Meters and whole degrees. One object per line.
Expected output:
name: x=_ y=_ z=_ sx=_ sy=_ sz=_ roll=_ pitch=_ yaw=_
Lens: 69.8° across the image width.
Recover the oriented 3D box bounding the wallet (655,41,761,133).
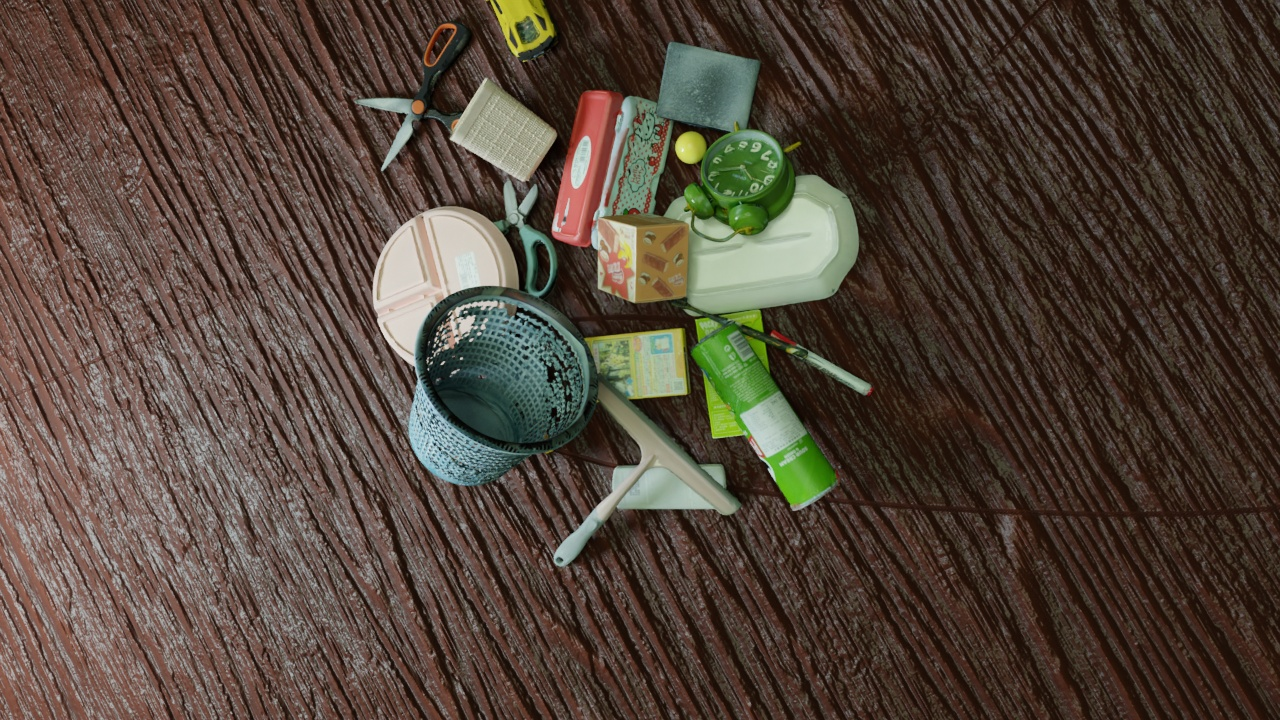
wallet: x=0.085 y=-0.344 z=1.161 sx=0.121 sy=0.019 sz=0.097 roll=11 pitch=93 yaw=-6

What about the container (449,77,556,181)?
container: x=-0.176 y=-0.295 z=1.187 sx=0.111 sy=0.090 sz=0.090 roll=32 pitch=99 yaw=-19

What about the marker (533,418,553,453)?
marker: x=-0.146 y=0.067 z=1.242 sx=0.015 sy=0.018 sz=0.124 roll=-22 pitch=86 yaw=8

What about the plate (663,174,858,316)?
plate: x=0.140 y=-0.146 z=1.162 sx=0.266 sy=0.034 sz=0.162 roll=-6 pitch=91 yaw=13

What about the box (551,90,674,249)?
box: x=-0.035 y=-0.241 z=1.197 sx=0.102 sy=0.100 sz=0.201 roll=20 pitch=99 yaw=50

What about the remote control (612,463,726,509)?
remote control: x=0.038 y=0.165 z=1.201 sx=0.150 sy=0.021 sz=0.058 roll=-2 pitch=99 yaw=14

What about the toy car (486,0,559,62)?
toy car: x=-0.164 y=-0.472 z=1.218 sx=0.071 sy=0.041 sz=0.156 roll=-24 pitch=85 yaw=12

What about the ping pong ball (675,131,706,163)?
ping pong ball: x=0.065 y=-0.272 z=1.171 sx=0.040 sy=0.040 sz=0.040 roll=0 pitch=92 yaw=13

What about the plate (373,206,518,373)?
plate: x=-0.270 y=-0.096 z=1.243 sx=0.230 sy=0.028 sz=0.229 roll=-1 pitch=88 yaw=22

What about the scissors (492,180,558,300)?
scissors: x=-0.185 y=-0.150 z=1.234 sx=0.181 sy=0.019 sz=0.170 roll=-17 pitch=84 yaw=24

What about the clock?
clock: x=0.120 y=-0.212 z=1.120 sx=0.116 sy=0.056 sz=0.161 roll=24 pitch=76 yaw=26

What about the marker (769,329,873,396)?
marker: x=0.226 y=0.003 z=1.156 sx=0.145 sy=0.017 sz=0.017 roll=31 pitch=98 yaw=10

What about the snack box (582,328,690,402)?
snack box: x=-0.007 y=0.007 z=1.202 sx=0.140 sy=0.033 sz=0.087 roll=-6 pitch=91 yaw=11

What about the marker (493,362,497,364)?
marker: x=-0.244 y=-0.010 z=1.263 sx=0.124 sy=0.015 sz=0.018 roll=12 pitch=93 yaw=13

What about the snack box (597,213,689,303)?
snack box: x=0.002 y=-0.129 z=1.142 sx=0.093 sy=0.076 sz=0.094 roll=26 pitch=120 yaw=54

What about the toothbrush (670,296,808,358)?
toothbrush: x=0.123 y=-0.044 z=1.150 sx=0.186 sy=0.017 sz=0.012 roll=23 pitch=59 yaw=11

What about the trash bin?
trash bin: x=-0.194 y=0.051 z=1.145 sx=0.226 sy=0.225 sz=0.196 roll=50 pitch=139 yaw=7

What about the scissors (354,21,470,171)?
scissors: x=-0.282 y=-0.352 z=1.258 sx=0.221 sy=0.021 sz=0.234 roll=28 pitch=96 yaw=11

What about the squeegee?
squeegee: x=-0.042 y=0.190 z=1.193 sx=0.247 sy=0.040 sz=0.250 roll=42 pitch=111 yaw=5

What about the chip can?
chip can: x=0.151 y=0.066 z=1.120 sx=0.072 sy=0.072 sz=0.236 roll=-34 pitch=86 yaw=12

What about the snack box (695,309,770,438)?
snack box: x=0.123 y=0.018 z=1.175 sx=0.086 sy=0.026 sz=0.156 roll=-9 pitch=90 yaw=12
